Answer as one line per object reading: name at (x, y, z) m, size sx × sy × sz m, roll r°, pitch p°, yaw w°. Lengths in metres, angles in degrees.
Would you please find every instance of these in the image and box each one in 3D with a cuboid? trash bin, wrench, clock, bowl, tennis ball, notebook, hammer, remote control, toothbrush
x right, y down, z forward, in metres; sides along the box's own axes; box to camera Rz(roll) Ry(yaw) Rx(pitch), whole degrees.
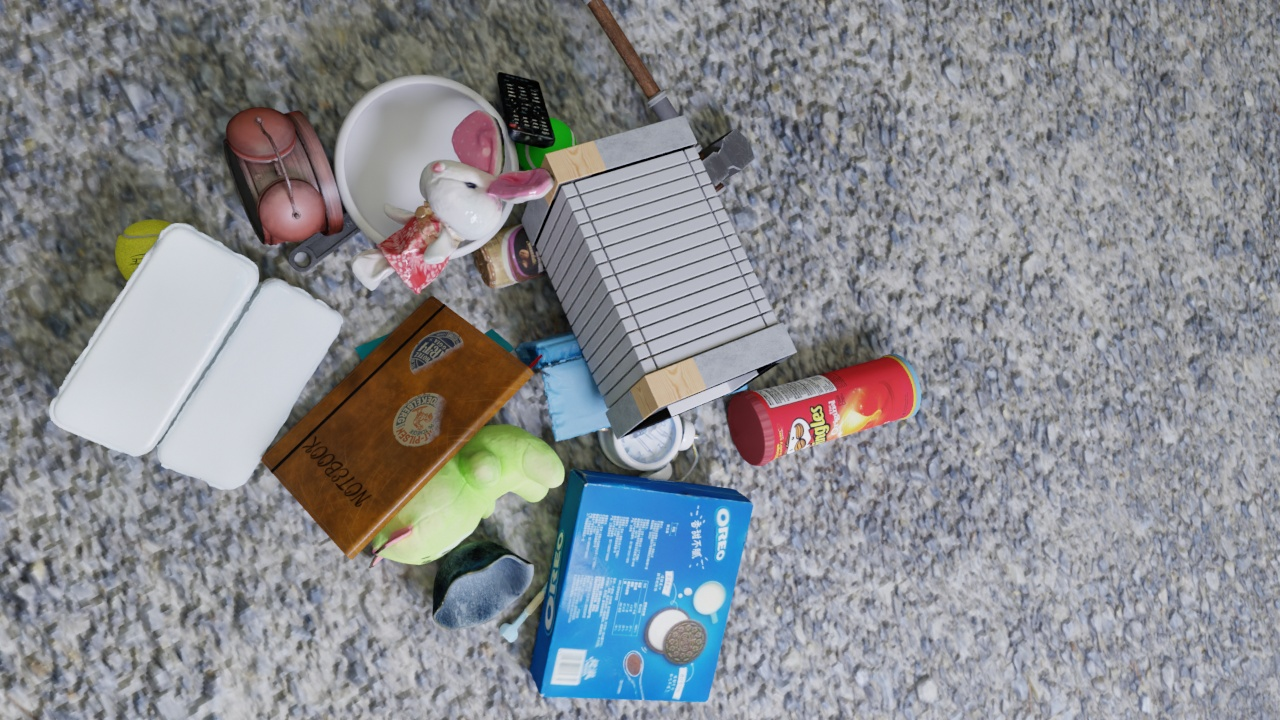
trash bin at (0.009, -0.076, 0.878) m, size 0.142 × 0.143 × 0.247 m, roll -21°, pitch 81°, yaw -21°
wrench at (-0.245, -0.178, 0.944) m, size 0.272 × 0.018 × 0.073 m, roll -41°, pitch 105°, yaw -14°
clock at (0.011, 0.087, 1.017) m, size 0.125 × 0.052 × 0.088 m, roll 38°, pitch 77°, yaw -19°
bowl at (-0.169, 0.222, 0.937) m, size 0.110 × 0.110 × 0.055 m, roll -29°, pitch 55°, yaw -18°
tennis ball at (-0.099, -0.223, 0.969) m, size 0.065 × 0.065 × 0.065 m, roll 0°, pitch 90°, yaw -20°
tennis ball at (-0.446, -0.097, 0.844) m, size 0.065 × 0.065 × 0.065 m, roll 0°, pitch 90°, yaw -20°
notebook at (-0.235, 0.045, 0.886) m, size 0.249 × 0.178 × 0.014 m, roll -47°, pitch 146°, yaw -14°
hammer at (-0.004, -0.314, 0.986) m, size 0.322 × 0.043 × 0.155 m, roll 55°, pitch 51°, yaw -12°
remote control at (-0.119, -0.254, 0.935) m, size 0.047 × 0.150 × 0.022 m, roll 9°, pitch 125°, yaw -20°
bowl at (-0.213, -0.187, 0.909) m, size 0.176 × 0.066 × 0.176 m, roll -3°, pitch 98°, yaw -22°
clock at (-0.328, -0.166, 0.839) m, size 0.072 × 0.158 × 0.120 m, roll -23°, pitch 97°, yaw -24°
toothbrush at (-0.095, 0.239, 0.996) m, size 0.022 × 0.016 × 0.154 m, roll 43°, pitch 75°, yaw -4°

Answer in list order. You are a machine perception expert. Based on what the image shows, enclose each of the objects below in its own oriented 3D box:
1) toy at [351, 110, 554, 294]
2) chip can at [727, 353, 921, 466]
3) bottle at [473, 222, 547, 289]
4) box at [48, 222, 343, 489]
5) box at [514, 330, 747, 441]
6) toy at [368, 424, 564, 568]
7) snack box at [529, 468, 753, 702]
toy at (-0.179, -0.135, 0.839) m, size 0.194 × 0.159 × 0.084 m, roll -40°, pitch 141°, yaw 3°
chip can at (0.215, 0.055, 1.070) m, size 0.213 × 0.087 × 0.087 m, roll -14°, pitch 94°, yaw -20°
bottle at (-0.091, -0.125, 0.975) m, size 0.165 × 0.060 × 0.059 m, roll -19°, pitch 96°, yaw -19°
box at (-0.400, 0.003, 0.844) m, size 0.191 × 0.045 × 0.209 m, roll 37°, pitch 81°, yaw -37°
box at (-0.005, 0.008, 0.989) m, size 0.231 × 0.094 × 0.111 m, roll -15°, pitch 96°, yaw -21°
toy at (-0.181, 0.129, 0.903) m, size 0.196 × 0.150 × 0.107 m, roll -18°, pitch 79°, yaw -20°
snack box at (0.001, 0.245, 0.987) m, size 0.195 × 0.056 × 0.239 m, roll 10°, pitch 97°, yaw -20°
